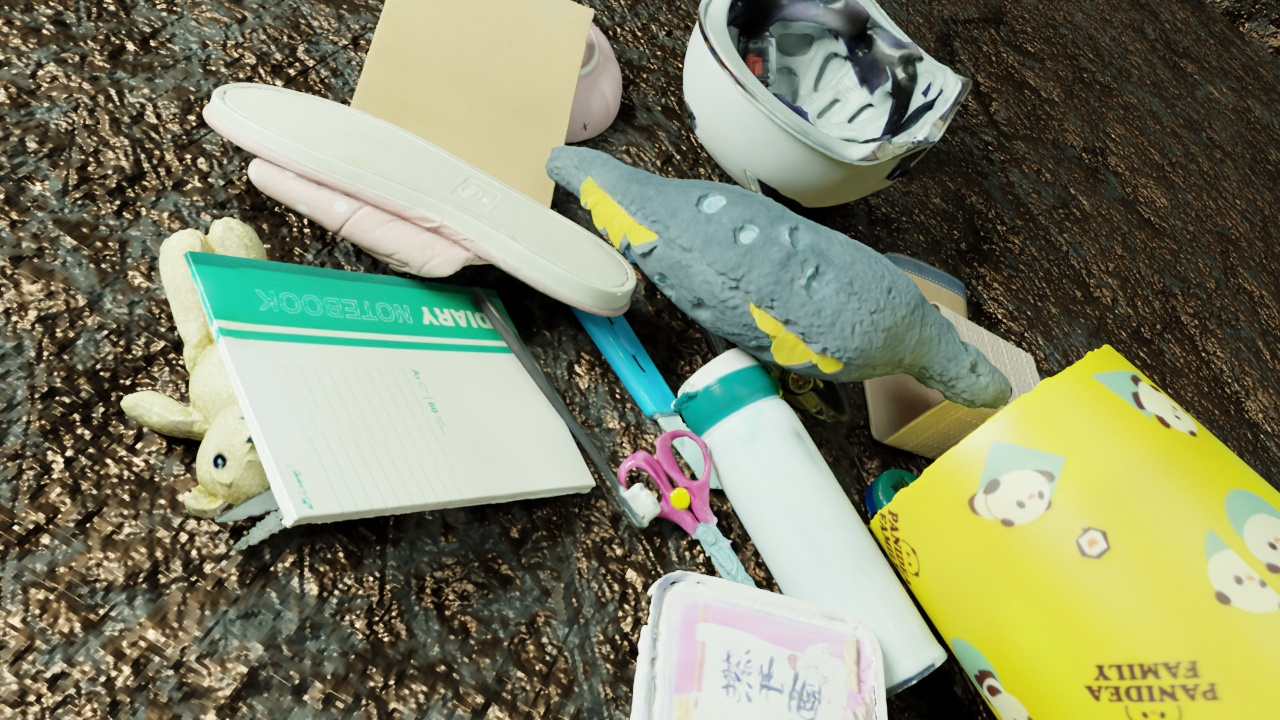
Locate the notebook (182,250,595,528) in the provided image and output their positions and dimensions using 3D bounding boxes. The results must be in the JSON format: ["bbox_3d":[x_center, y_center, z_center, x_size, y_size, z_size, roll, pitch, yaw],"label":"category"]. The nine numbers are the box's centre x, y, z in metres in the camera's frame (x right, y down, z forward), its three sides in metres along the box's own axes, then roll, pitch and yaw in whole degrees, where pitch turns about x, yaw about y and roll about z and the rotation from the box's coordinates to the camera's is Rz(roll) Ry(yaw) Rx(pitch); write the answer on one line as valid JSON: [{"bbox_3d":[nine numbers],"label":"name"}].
[{"bbox_3d":[-0.121,0.013,0.489,0.208,0.012,0.150,4,51,-56],"label":"notebook"}]

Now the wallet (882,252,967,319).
[{"bbox_3d":[0.248,-0.035,0.800,0.090,0.033,0.115,21,49,-15],"label":"wallet"}]

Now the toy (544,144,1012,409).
[{"bbox_3d":[0.090,-0.050,0.589,0.356,0.091,0.137,27,16,0],"label":"toy"}]

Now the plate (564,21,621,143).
[{"bbox_3d":[-0.096,-0.259,0.744,0.192,0.039,0.192,17,50,-21],"label":"plate"}]

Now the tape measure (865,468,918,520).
[{"bbox_3d":[0.189,0.105,0.658,0.054,0.025,0.058,42,44,1],"label":"tape measure"}]

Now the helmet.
[{"bbox_3d":[0.135,-0.222,0.789,0.229,0.146,0.257,45,53,7],"label":"helmet"}]

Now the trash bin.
[{"bbox_3d":[0.286,0.144,0.529,0.229,0.230,0.255,-17,62,-40],"label":"trash bin"}]

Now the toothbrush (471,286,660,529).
[{"bbox_3d":[-0.047,0.025,0.556,0.181,0.018,0.015,52,18,7],"label":"toothbrush"}]

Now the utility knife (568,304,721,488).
[{"bbox_3d":[-0.004,0.004,0.618,0.034,0.018,0.202,-21,72,-42],"label":"utility knife"}]

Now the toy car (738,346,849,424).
[{"bbox_3d":[0.097,-0.016,0.671,0.158,0.042,0.070,56,21,18],"label":"toy car"}]

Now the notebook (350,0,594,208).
[{"bbox_3d":[-0.120,-0.201,0.663,0.149,0.012,0.211,18,66,-19],"label":"notebook"}]

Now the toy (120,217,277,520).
[{"bbox_3d":[-0.201,0.002,0.457,0.105,0.066,0.157,-8,68,-31],"label":"toy"}]

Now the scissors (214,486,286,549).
[{"bbox_3d":[-0.132,0.056,0.449,0.142,0.014,0.173,37,24,-32],"label":"scissors"}]

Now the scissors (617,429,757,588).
[{"bbox_3d":[0.045,0.104,0.560,0.064,0.017,0.135,-38,86,-2],"label":"scissors"}]

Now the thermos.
[{"bbox_3d":[0.100,0.096,0.570,0.073,0.073,0.224,-16,70,-40],"label":"thermos"}]

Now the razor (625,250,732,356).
[{"bbox_3d":[0.041,-0.037,0.675,0.042,0.022,0.142,-19,69,-39],"label":"razor"}]

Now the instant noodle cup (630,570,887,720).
[{"bbox_3d":[0.052,0.206,0.462,0.138,0.061,0.173,17,48,-11],"label":"instant noodle cup"}]

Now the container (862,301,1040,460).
[{"bbox_3d":[0.247,0.027,0.714,0.111,0.090,0.090,21,48,-23],"label":"container"}]

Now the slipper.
[{"bbox_3d":[-0.131,-0.089,0.565,0.274,0.055,0.114,24,26,-12],"label":"slipper"}]
